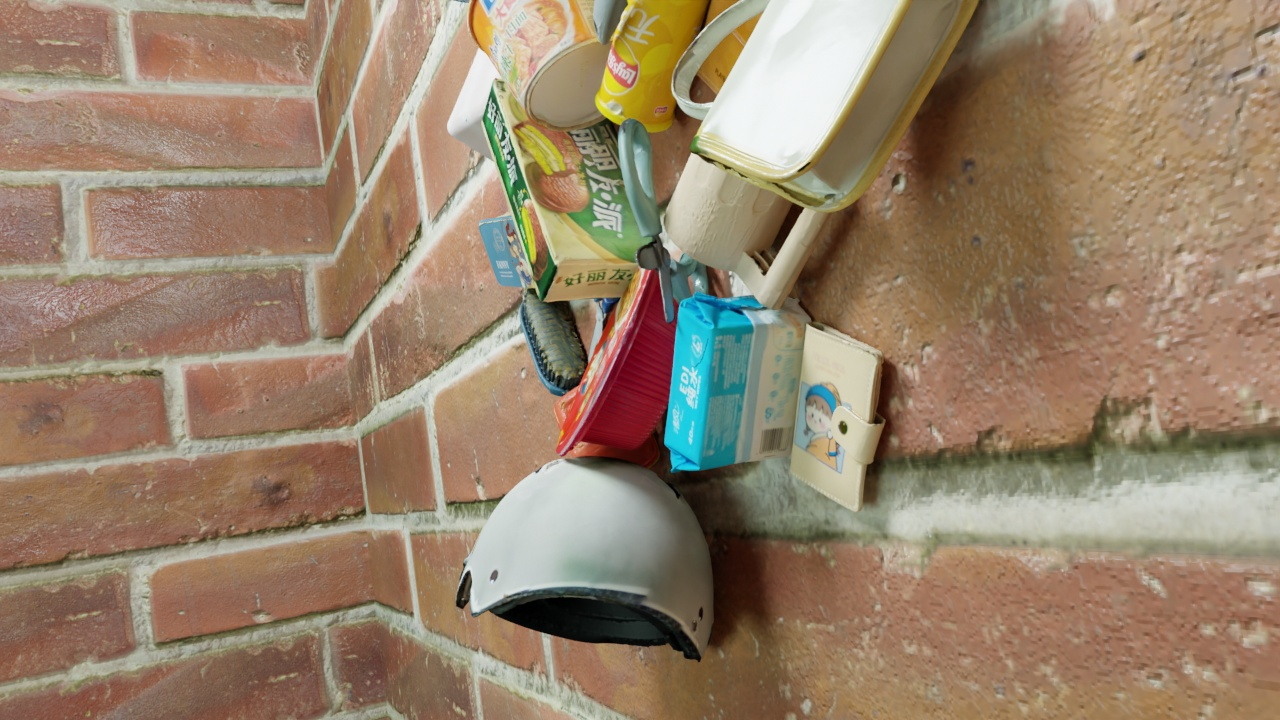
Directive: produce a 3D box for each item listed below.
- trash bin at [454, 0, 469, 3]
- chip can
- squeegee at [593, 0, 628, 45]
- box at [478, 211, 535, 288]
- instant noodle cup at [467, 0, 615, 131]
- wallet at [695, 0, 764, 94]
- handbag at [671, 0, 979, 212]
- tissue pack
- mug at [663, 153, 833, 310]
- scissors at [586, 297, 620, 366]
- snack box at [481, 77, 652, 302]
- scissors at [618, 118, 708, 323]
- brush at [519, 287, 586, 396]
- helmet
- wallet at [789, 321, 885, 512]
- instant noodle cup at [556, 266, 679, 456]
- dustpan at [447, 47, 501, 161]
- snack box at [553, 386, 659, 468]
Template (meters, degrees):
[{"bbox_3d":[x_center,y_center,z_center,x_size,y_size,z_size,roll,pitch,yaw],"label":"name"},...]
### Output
[{"bbox_3d":[-0.182,-0.491,0.981,0.195,0.226,0.226,-179,84,-77],"label":"trash bin"},{"bbox_3d":[0.022,-0.294,0.737,0.072,0.072,0.214,62,145,38],"label":"chip can"},{"bbox_3d":[0.008,-0.311,0.647,0.250,0.040,0.247,-46,59,55],"label":"squeegee"},{"bbox_3d":[-0.131,-0.133,1.070,0.184,0.059,0.090,6,117,62],"label":"box"},{"bbox_3d":[-0.071,-0.294,0.852,0.111,0.151,0.152,64,148,19],"label":"instant noodle cup"},{"bbox_3d":[0.085,-0.250,0.669,0.119,0.035,0.131,-114,31,-45],"label":"wallet"},{"bbox_3d":[0.095,-0.185,0.554,0.179,0.063,0.163,37,100,49],"label":"handbag"},{"bbox_3d":[0.069,0.017,0.683,0.063,0.089,0.140,37,127,57],"label":"tissue pack"},{"bbox_3d":[0.082,-0.115,0.647,0.124,0.084,0.104,56,141,30],"label":"mug"},{"bbox_3d":[-0.044,-0.061,0.983,0.166,0.012,0.156,-47,55,58],"label":"scissors"},{"bbox_3d":[-0.071,-0.170,0.899,0.063,0.114,0.239,-58,45,50],"label":"snack box"},{"bbox_3d":[0.015,-0.109,0.713,0.019,0.170,0.180,-14,91,19],"label":"scissors"},{"bbox_3d":[-0.105,-0.016,1.064,0.074,0.055,0.143,113,142,-49],"label":"brush"},{"bbox_3d":[-0.039,0.169,0.815,0.274,0.230,0.156,104,177,-72],"label":"helmet"},{"bbox_3d":[0.136,0.039,0.632,0.087,0.024,0.115,-141,52,-61],"label":"wallet"},{"bbox_3d":[-0.005,0.005,0.792,0.194,0.066,0.194,-158,92,-84],"label":"instant noodle cup"},{"bbox_3d":[-0.124,-0.323,1.096,0.223,0.138,0.273,12,78,64],"label":"dustpan"},{"bbox_3d":[-0.035,0.068,0.898,0.080,0.082,0.091,46,-167,-52],"label":"snack box"}]
